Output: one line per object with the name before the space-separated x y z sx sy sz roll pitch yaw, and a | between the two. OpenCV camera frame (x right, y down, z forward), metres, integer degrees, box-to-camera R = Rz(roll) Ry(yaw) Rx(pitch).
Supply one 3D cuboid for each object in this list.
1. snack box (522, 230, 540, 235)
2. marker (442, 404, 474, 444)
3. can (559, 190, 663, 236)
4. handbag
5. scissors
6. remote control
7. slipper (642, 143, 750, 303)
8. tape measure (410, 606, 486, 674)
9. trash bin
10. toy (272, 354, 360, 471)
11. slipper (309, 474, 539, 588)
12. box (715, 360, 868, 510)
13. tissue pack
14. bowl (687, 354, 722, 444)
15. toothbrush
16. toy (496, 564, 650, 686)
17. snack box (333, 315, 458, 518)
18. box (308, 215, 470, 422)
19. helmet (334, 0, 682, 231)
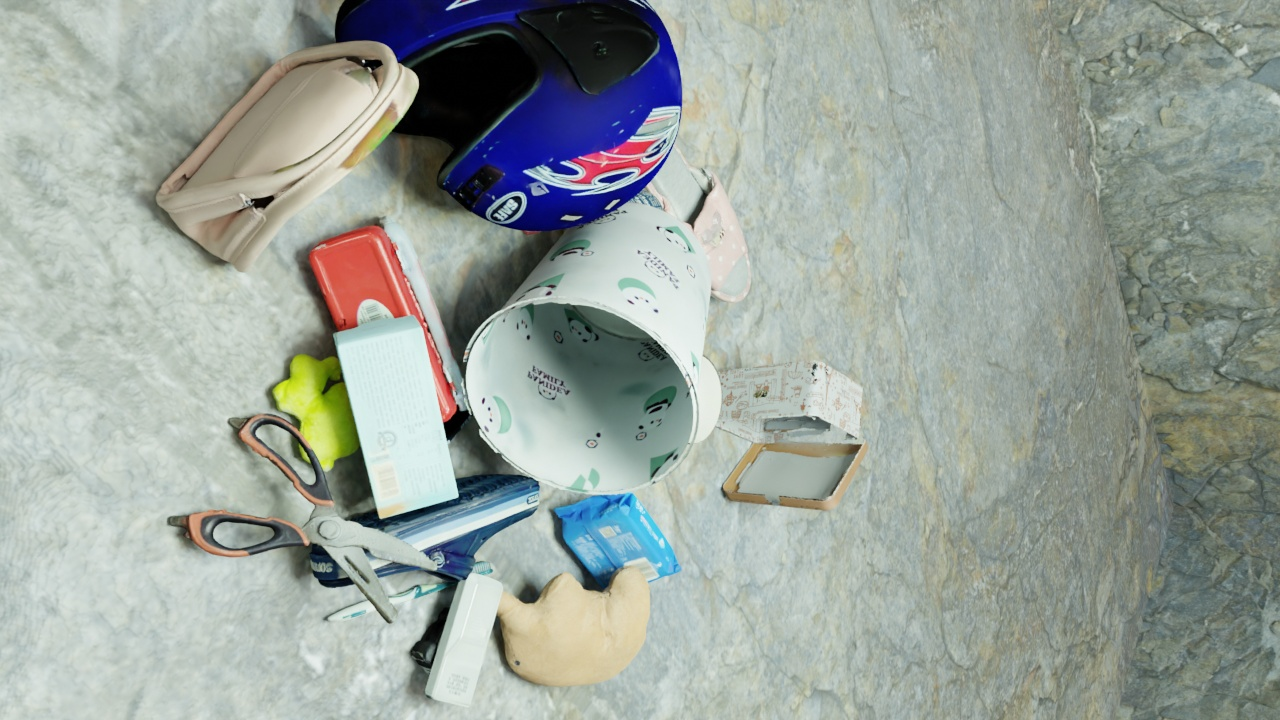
snack box | -0.106 -0.221 1.057 0.075 0.026 0.152 53 53 -30
marker | -0.205 0.079 0.942 0.022 0.020 0.131 44 57 -11
can | -0.031 -0.164 1.098 0.110 0.075 0.075 -17 100 -47
handbag | -0.263 -0.176 0.733 0.093 0.235 0.192 45 57 -33
scissors | -0.284 0.134 0.781 0.225 0.015 0.188 -2 70 -16
remote control | -0.173 0.276 0.913 0.049 0.024 0.124 31 65 -38
slipper | 0.075 -0.193 1.207 0.274 0.055 0.113 54 55 -22
tape measure | -0.192 0.294 0.933 0.065 0.034 0.066 -48 119 -35
trash bin | -0.033 -0.029 0.952 0.229 0.230 0.251 60 28 -26
toy | -0.290 0.046 0.843 0.100 0.031 0.096 44 56 -36
slipper | -0.191 0.174 0.887 0.252 0.105 0.095 -14 100 -47
box | 0.196 0.116 1.253 0.154 0.183 0.184 27 65 -42
tissue pack | -0.026 0.210 1.072 0.157 0.095 0.052 57 21 -29
bowl | 0.045 0.048 1.173 0.116 0.066 0.116 0 90 -48
toothbrush | -0.224 0.229 0.915 0.191 0.016 0.018 -6 83 -47
toy | -0.089 0.295 1.008 0.225 0.083 0.143 5 97 -34
snack box | -0.222 0.051 0.836 0.074 0.051 0.175 -14 110 -19
box | -0.234 -0.037 0.896 0.101 0.095 0.201 -96 168 -72
helmet | -0.107 -0.245 0.886 0.314 0.248 0.240 -19 85 -31
